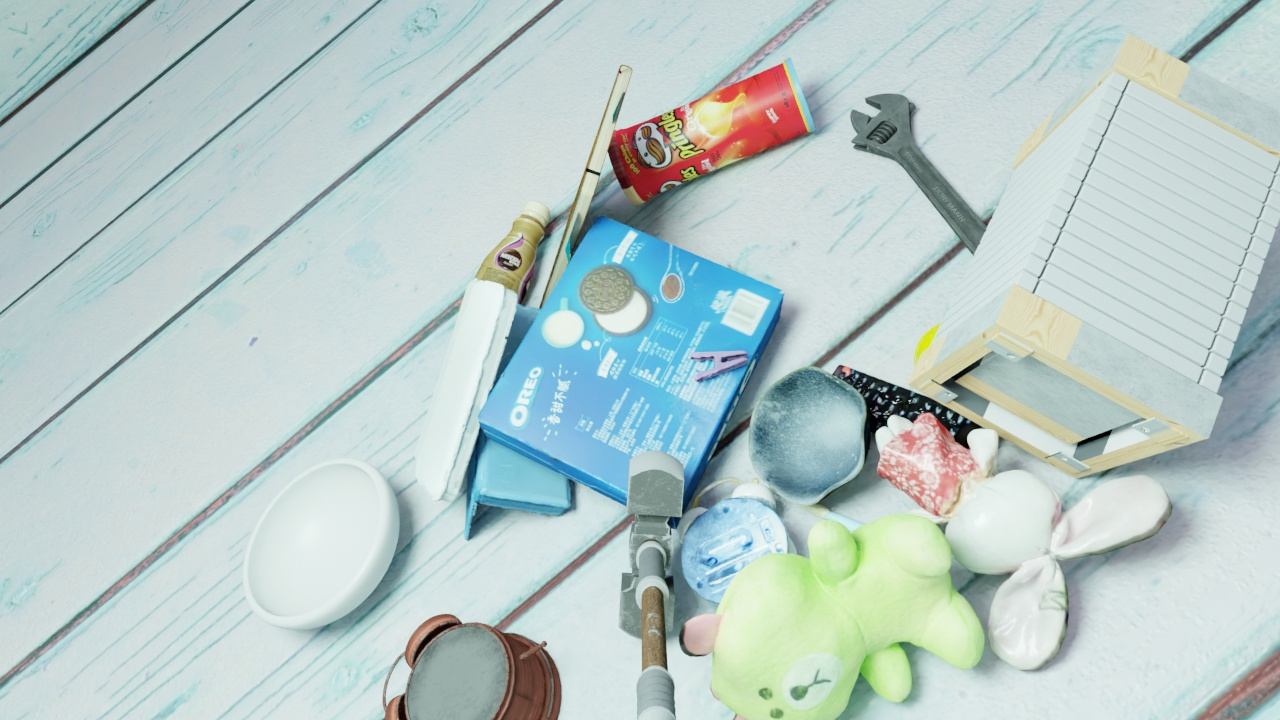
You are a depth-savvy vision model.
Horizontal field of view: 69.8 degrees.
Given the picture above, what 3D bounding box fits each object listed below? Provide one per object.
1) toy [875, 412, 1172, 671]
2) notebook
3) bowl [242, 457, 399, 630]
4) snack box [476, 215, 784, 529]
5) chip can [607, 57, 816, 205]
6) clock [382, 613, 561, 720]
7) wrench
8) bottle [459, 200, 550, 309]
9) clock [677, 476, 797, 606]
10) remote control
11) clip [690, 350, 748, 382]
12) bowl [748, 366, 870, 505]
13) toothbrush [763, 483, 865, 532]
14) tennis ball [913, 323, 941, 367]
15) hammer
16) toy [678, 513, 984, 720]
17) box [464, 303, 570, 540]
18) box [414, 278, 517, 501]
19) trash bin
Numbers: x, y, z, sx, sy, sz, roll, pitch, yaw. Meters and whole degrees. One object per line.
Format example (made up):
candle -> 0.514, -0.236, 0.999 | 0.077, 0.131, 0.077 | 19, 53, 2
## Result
toy -> 0.245, 0.106, 0.656 | 0.194, 0.084, 0.159 | 37, 98, 35
notebook -> -0.060, -0.164, 0.941 | 0.014, 0.250, 0.178 | 18, 61, -7
bowl -> -0.308, 0.189, 0.923 | 0.177, 0.066, 0.176 | -15, 52, 20
snack box -> -0.005, 0.005, 0.839 | 0.195, 0.056, 0.238 | 24, 71, 13
chip can -> 0.075, -0.247, 0.999 | 0.214, 0.087, 0.087 | -20, 51, 15
clock -> -0.148, 0.278, 0.767 | 0.158, 0.072, 0.120 | -3, 57, 27
wrench -> 0.277, -0.176, 0.883 | 0.073, 0.018, 0.273 | -30, 50, 8
bottle -> -0.148, -0.109, 1.045 | 0.060, 0.059, 0.165 | 5, 61, 32
clock -> 0.078, 0.148, 0.745 | 0.089, 0.052, 0.125 | -27, 49, 11
remote control -> 0.217, 0.048, 0.758 | 0.150, 0.022, 0.047 | 25, 74, 41
clip -> 0.067, 0.007, 0.798 | 0.051, 0.014, 0.043 | 13, 69, 9
bowl -> 0.147, 0.063, 0.754 | 0.111, 0.055, 0.110 | -9, 76, 39
toothbrush -> 0.164, 0.128, 0.734 | 0.155, 0.022, 0.016 | 24, 114, 39
tennis ball -> 0.254, 0.001, 0.738 | 0.065, 0.065, 0.065 | -15, 52, 20
hammer -> 0.008, 0.170, 0.603 | 0.043, 0.322, 0.156 | 4, 99, -1
toy -> 0.130, 0.183, 0.645 | 0.197, 0.150, 0.107 | -21, 22, 16
box -> -0.131, 0.063, 0.934 | 0.112, 0.094, 0.231 | 125, 148, -47
box -> -0.179, 0.020, 0.897 | 0.191, 0.045, 0.209 | 27, 99, 68
trash bin -> 0.328, -0.067, 0.655 | 0.142, 0.143, 0.246 | 30, 73, 3
